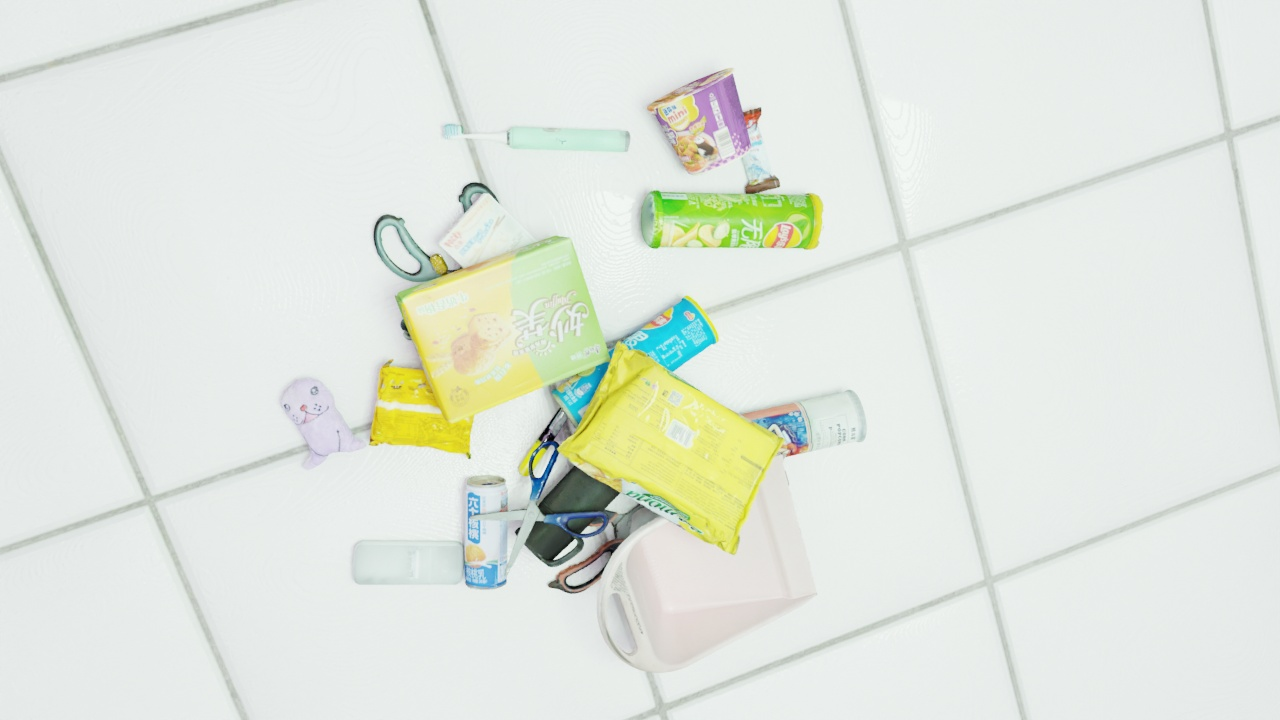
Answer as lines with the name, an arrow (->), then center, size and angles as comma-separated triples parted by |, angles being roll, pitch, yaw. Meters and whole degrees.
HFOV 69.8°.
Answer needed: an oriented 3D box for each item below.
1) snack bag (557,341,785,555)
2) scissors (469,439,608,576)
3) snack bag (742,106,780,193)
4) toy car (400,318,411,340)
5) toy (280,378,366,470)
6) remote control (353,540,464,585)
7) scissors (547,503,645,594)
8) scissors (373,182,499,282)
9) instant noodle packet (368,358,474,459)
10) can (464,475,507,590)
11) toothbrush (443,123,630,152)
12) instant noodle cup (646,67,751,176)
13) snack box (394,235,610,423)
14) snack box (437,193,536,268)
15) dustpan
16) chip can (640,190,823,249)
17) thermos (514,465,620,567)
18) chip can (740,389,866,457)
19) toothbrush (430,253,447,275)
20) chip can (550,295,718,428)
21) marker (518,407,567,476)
snack bag -> 0.043, 0.100, 1.072 | 0.246, 0.068, 0.157 | 32, 76, -11
scissors -> -0.118, 0.180, 1.100 | 0.162, 0.012, 0.172 | 17, 72, 12
snack bag -> 0.142, -0.263, 1.154 | 0.048, 0.026, 0.104 | -14, 100, 4
toy car -> -0.247, -0.029, 1.113 | 0.090, 0.043, 0.034 | 30, 65, -15
toy -> -0.390, 0.073, 1.103 | 0.084, 0.039, 0.108 | -25, 102, 6
remote control -> -0.291, 0.255, 1.155 | 0.136, 0.020, 0.056 | 2, 97, -10
scissors -> -0.037, 0.221, 1.197 | 0.226, 0.015, 0.189 | 15, 95, -11
scissors -> -0.224, -0.144, 1.111 | 0.170, 0.019, 0.181 | 40, 89, -12
instant noodle packet -> -0.259, 0.060, 1.121 | 0.128, 0.044, 0.111 | 9, 98, -11
can -> -0.193, 0.215, 1.149 | 0.053, 0.053, 0.134 | 0, 98, -10
toothbrush -> -0.124, -0.268, 1.107 | 0.224, 0.026, 0.027 | 0, 119, -9
instant noodle cup -> 0.078, -0.284, 1.104 | 0.111, 0.111, 0.099 | -27, 111, -5
snack box -> -0.158, -0.040, 1.072 | 0.209, 0.070, 0.158 | -22, 107, -13
snack box -> -0.159, -0.118, 1.109 | 0.084, 0.027, 0.157 | -47, 110, -4
dustpan -> 0.086, 0.272, 1.139 | 0.273, 0.138, 0.222 | -17, 108, 8
chip can -> 0.111, -0.173, 1.137 | 0.221, 0.072, 0.072 | 0, 98, -10
thermos -> -0.044, 0.152, 1.139 | 0.242, 0.090, 0.068 | -47, 138, -6
chip can -> 0.178, 0.093, 1.188 | 0.214, 0.071, 0.071 | -11, 100, -7
toothbrush -> -0.206, -0.044, 1.118 | 0.015, 0.016, 0.190 | -27, 108, -3
chip can -> -0.007, 0.007, 1.138 | 0.210, 0.071, 0.071 | -35, 102, -6
marker -> -0.116, 0.094, 1.167 | 0.018, 0.015, 0.124 | 34, 88, -13
